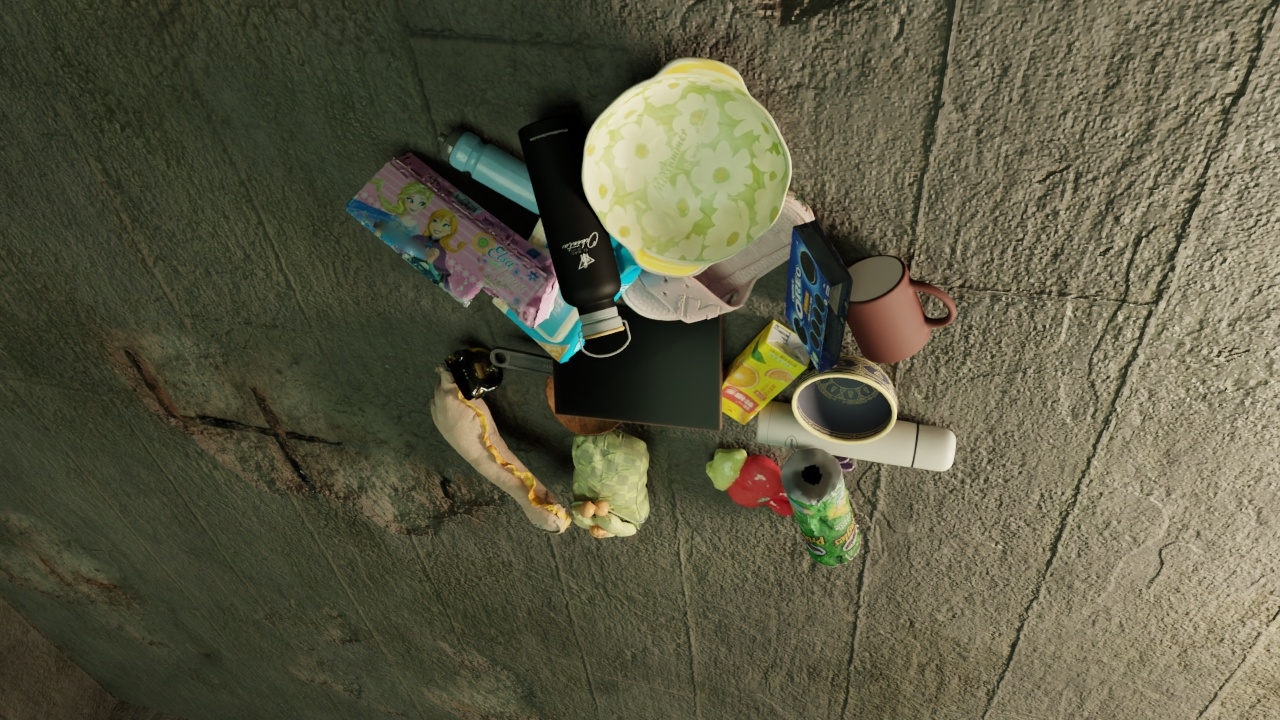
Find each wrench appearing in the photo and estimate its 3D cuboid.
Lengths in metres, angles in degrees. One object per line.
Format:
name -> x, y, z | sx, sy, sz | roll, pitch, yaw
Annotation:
wrench -> -0.052, 0.020, 1.128 | 0.273, 0.018, 0.073 | 11, 118, 4

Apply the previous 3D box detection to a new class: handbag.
handbag -> -0.049, 0.172, 1.240 | 0.113, 0.116, 0.187 | 12, 140, 10

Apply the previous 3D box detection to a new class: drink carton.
drink carton -> 0.135, 0.016, 1.056 | 0.058, 0.042, 0.135 | 32, 137, -7

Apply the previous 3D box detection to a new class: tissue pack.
tissue pack -> -0.085, -0.083, 1.012 | 0.117, 0.065, 0.210 | 43, 139, 2

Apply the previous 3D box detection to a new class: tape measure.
tape measure -> -0.207, 0.016, 1.179 | 0.038, 0.062, 0.067 | -32, 80, 40

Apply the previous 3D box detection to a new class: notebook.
notebook -> -0.006, 0.006, 1.081 | 0.209, 0.008, 0.141 | 5, 108, 18

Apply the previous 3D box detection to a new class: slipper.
slipper -> 0.074, -0.092, 0.951 | 0.240, 0.064, 0.094 | -28, 120, 39

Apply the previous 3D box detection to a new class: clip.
clip -> 0.240, 0.128, 1.154 | 0.053, 0.013, 0.036 | -21, 123, 41

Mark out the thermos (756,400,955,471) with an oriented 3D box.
thermos -> 0.251, 0.089, 1.077 | 0.224, 0.052, 0.052 | 8, 137, 14

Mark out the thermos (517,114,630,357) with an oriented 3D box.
thermos -> -0.060, -0.116, 0.893 | 0.061, 0.061, 0.231 | -12, 95, 32

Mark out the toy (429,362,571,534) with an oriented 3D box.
toy -> -0.191, 0.128, 1.237 | 0.264, 0.065, 0.196 | 44, 156, 10

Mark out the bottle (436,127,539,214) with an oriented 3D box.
bottle -> -0.150, -0.198, 0.947 | 0.130, 0.040, 0.040 | 29, 138, -9

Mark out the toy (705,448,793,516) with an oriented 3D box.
toy -> 0.151, 0.158, 1.197 | 0.135, 0.045, 0.092 | 24, 136, 3

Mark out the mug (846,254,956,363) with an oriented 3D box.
mug -> 0.255, -0.053, 0.907 | 0.106, 0.073, 0.082 | -6, 132, 35

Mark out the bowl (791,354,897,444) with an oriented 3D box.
bowl -> 0.229, 0.034, 1.021 | 0.112, 0.061, 0.113 | 12, 138, 11

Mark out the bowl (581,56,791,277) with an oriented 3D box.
bowl -> 0.043, -0.183, 0.854 | 0.188, 0.060, 0.220 | 10, 128, 0

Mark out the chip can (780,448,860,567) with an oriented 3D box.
chip can -> 0.226, 0.185, 1.135 | 0.075, 0.075, 0.223 | 2, 150, 21

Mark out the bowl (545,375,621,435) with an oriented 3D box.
bowl -> -0.067, 0.040, 1.165 | 0.102, 0.026, 0.114 | -11, 115, 13

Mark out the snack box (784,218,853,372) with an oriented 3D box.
snack box -> 0.174, -0.062, 0.908 | 0.027, 0.082, 0.150 | -21, 147, -8

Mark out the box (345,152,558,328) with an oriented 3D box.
box -> -0.200, -0.116, 0.961 | 0.230, 0.096, 0.085 | 38, 140, 13
